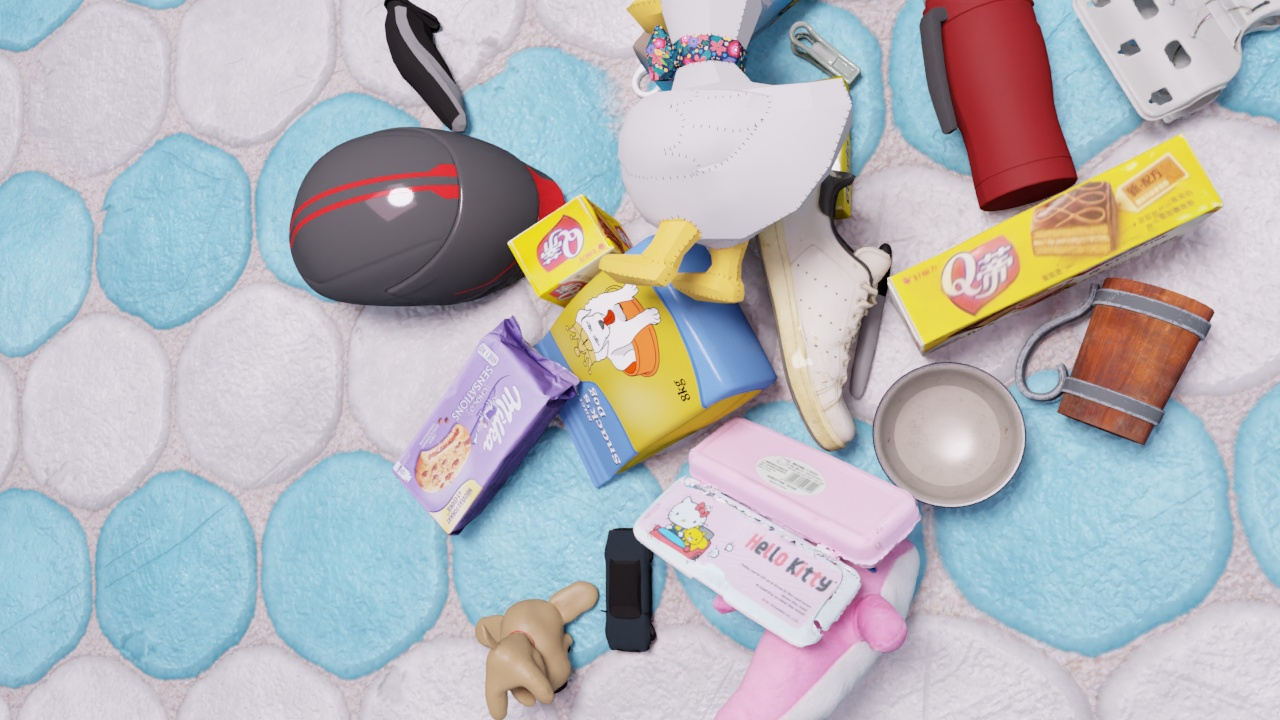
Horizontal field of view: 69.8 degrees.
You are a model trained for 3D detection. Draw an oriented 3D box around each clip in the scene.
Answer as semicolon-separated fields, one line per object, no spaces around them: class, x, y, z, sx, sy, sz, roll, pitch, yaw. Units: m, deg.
clip;0.439;-0.266;0.738;0.151;0.092;0.125;-24;79;-1
clip;0.166;-0.276;0.831;0.074;0.035;0.023;42;96;11

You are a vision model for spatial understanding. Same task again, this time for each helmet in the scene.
helmet;-0.219;-0.136;0.867;0.265;0.169;0.164;-11;81;17

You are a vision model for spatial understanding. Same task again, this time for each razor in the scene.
razor;-0.220;-0.301;0.947;0.060;0.057;0.156;-18;77;-18

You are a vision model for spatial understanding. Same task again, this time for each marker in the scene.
marker;0.200;-0.035;0.806;0.022;0.016;0.138;11;89;49

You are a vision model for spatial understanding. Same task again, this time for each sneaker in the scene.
sneaker;0.163;-0.048;0.768;0.102;0.088;0.241;-12;94;15

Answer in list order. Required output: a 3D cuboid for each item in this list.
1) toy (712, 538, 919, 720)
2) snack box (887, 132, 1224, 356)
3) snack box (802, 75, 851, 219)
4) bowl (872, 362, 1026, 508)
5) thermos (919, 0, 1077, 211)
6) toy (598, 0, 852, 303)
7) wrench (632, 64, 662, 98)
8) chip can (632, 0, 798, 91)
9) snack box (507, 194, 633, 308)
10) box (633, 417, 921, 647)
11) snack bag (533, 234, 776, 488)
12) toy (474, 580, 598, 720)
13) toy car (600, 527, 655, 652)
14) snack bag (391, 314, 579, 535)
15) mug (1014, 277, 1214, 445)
toy;0.118;0.216;0.720;0.128;0.187;0.264;40;60;13
snack box;0.315;-0.083;0.722;0.230;0.110;0.061;-27;78;14
snack box;0.099;-0.184;0.837;0.181;0.045;0.121;-2;87;21
bowl;0.252;0.061;0.755;0.116;0.059;0.115;-2;84;17
thermos;0.283;-0.228;0.753;0.108;0.084;0.198;-10;82;-21
toy;0.058;-0.178;0.684;0.247;0.140;0.267;19;98;51
wrench;0.076;-0.369;0.876;0.066;0.018;0.273;37;97;18
chip can;0.099;-0.333;0.815;0.229;0.080;0.080;-41;74;1
snack box;-0.056;-0.095;0.843;0.084;0.105;0.061;-32;76;12
box;0.102;0.124;0.736;0.154;0.045;0.201;-37;38;-26
snack bag;-0.005;0.005;0.831;0.206;0.102;0.159;-36;75;32
toy;-0.103;0.264;0.830;0.134;0.108;0.106;-24;95;14
toy car;-0.011;0.210;0.838;0.046;0.034;0.112;-2;84;17
snack bag;-0.146;0.065;0.870;0.096;0.058;0.206;45;108;20
mug;0.365;-0.005;0.722;0.117;0.081;0.111;25;96;36
